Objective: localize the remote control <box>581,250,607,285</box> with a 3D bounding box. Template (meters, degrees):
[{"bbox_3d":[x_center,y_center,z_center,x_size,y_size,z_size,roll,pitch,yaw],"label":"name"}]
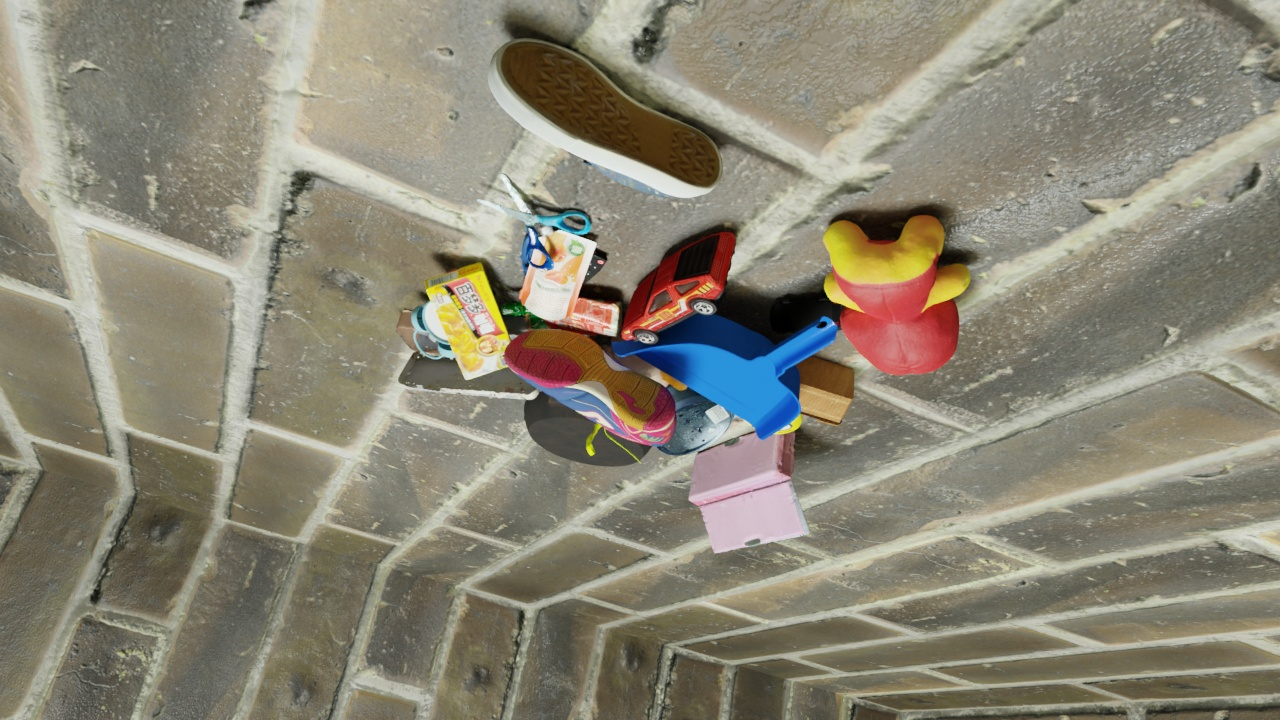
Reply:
[{"bbox_3d":[-0.082,-0.105,1.119,0.039,0.010,0.125,23,151,-21],"label":"remote control"}]

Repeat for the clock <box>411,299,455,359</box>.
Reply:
[{"bbox_3d":[-0.264,-0.047,1.233,0.087,0.041,0.123,45,126,-2],"label":"clock"}]

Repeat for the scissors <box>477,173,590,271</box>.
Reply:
[{"bbox_3d":[-0.126,-0.147,1.017,0.132,0.015,0.110,18,126,-19],"label":"scissors"}]

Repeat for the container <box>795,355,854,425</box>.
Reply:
[{"bbox_3d":[0.228,0.034,1.213,0.114,0.063,0.061,17,145,-10],"label":"container"}]

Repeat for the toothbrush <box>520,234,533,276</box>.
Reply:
[{"bbox_3d":[-0.136,-0.113,1.120,0.021,0.016,0.132,11,154,-3],"label":"toothbrush"}]

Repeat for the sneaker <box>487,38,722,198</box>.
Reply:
[{"bbox_3d":[-0.039,-0.204,0.838,0.235,0.087,0.079,22,157,-26],"label":"sneaker"}]

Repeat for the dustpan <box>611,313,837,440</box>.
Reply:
[{"bbox_3d":[0.132,0.000,1.095,0.245,0.059,0.258,31,138,-23],"label":"dustpan"}]

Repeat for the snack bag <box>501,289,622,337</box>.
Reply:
[{"bbox_3d":[-0.101,-0.059,1.170,0.155,0.044,0.087,5,150,6],"label":"snack bag"}]

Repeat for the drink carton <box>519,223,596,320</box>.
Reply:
[{"bbox_3d":[-0.099,-0.105,1.079,0.069,0.038,0.122,19,134,-6],"label":"drink carton"}]

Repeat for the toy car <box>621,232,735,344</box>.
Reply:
[{"bbox_3d":[0.040,-0.080,1.041,0.056,0.081,0.190,30,148,-21],"label":"toy car"}]

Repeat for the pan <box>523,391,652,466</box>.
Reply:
[{"bbox_3d":[-0.108,0.088,1.465,0.249,0.043,0.356,-1,151,23],"label":"pan"}]

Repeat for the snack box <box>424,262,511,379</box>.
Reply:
[{"bbox_3d":[-0.215,-0.049,1.178,0.075,0.025,0.152,-18,128,-4],"label":"snack box"}]

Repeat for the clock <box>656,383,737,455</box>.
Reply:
[{"bbox_3d":[0.080,0.069,1.286,0.162,0.060,0.118,-32,141,8],"label":"clock"}]

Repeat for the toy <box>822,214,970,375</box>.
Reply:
[{"bbox_3d":[0.271,-0.061,0.978,0.148,0.098,0.216,5,148,29],"label":"toy"}]

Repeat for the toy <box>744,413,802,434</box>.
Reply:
[{"bbox_3d":[0.188,0.075,1.326,0.096,0.041,0.094,-4,145,35],"label":"toy"}]

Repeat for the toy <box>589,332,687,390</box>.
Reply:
[{"bbox_3d":[-0.007,0.007,1.239,0.176,0.076,0.133,2,135,20],"label":"toy"}]

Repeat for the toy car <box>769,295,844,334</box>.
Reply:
[{"bbox_3d":[0.198,-0.052,1.079,0.092,0.042,0.036,-3,173,27],"label":"toy car"}]

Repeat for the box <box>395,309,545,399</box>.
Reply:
[{"bbox_3d":[-0.238,-0.019,1.285,0.216,0.094,0.107,4,125,16],"label":"box"}]

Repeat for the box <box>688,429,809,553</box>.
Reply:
[{"bbox_3d":[0.162,0.204,1.447,0.059,0.179,0.234,7,157,-33],"label":"box"}]

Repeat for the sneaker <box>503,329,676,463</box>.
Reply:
[{"bbox_3d":[-0.067,0.044,1.171,0.242,0.116,0.091,26,156,17],"label":"sneaker"}]
